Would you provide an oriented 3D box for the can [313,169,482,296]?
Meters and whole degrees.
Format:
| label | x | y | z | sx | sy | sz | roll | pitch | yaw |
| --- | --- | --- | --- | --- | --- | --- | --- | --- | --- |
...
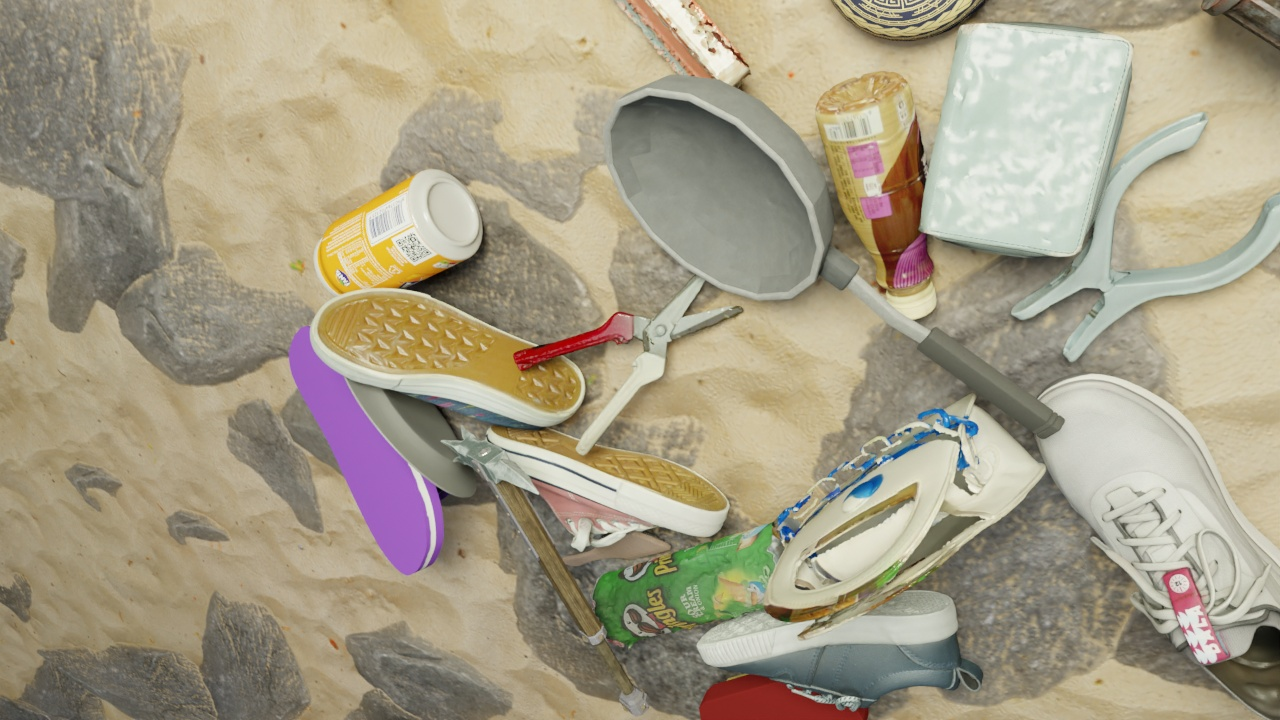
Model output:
| label | x | y | z | sx | sy | sz | roll | pitch | yaw |
| --- | --- | --- | --- | --- | --- | --- | --- | --- | --- |
| can | -0.208 | -0.102 | 0.783 | 0.143 | 0.078 | 0.079 | -18 | 109 | 34 |

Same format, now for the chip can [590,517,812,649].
| label | x | y | z | sx | sy | sz | roll | pitch | yaw |
| --- | --- | --- | --- | --- | --- | --- | --- | --- | --- |
| chip can | 0.056 | 0.204 | 0.835 | 0.224 | 0.075 | 0.075 | -27 | 104 | 36 |

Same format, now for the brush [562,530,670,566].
| label | x | y | z | sx | sy | sz | roll | pitch | yaw |
| --- | --- | --- | --- | --- | --- | --- | --- | --- | --- |
| brush | -0.031 | 0.183 | 0.898 | 0.050 | 0.015 | 0.136 | 28 | 144 | -32 |

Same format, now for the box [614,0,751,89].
| label | x | y | z | sx | sy | sz | roll | pitch | yaw |
| --- | --- | --- | --- | --- | --- | --- | --- | --- | --- |
| box | 0.001 | -0.248 | 0.605 | 0.043 | 0.083 | 0.187 | -41 | 94 | 8 |

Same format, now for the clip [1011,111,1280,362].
| label | x | y | z | sx | sy | sz | roll | pitch | yaw |
| --- | --- | --- | --- | --- | --- | --- | --- | --- | --- |
| clip | 0.333 | -0.052 | 0.568 | 0.141 | 0.029 | 0.172 | 33 | 128 | 7 |

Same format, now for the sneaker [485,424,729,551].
| label | x | y | z | sx | sy | sz | roll | pitch | yaw |
| --- | --- | --- | --- | --- | --- | --- | --- | --- | --- |
| sneaker | -0.040 | 0.125 | 0.821 | 0.241 | 0.118 | 0.088 | 15 | 104 | 25 |

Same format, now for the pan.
| label | x | y | z | sx | sy | sz | roll | pitch | yaw |
| --- | --- | --- | --- | --- | --- | --- | --- | --- | --- |
| pan | 0.127 | -0.066 | 0.612 | 0.357 | 0.041 | 0.179 | 37 | 157 | 8 |

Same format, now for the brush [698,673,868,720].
| label | x | y | z | sx | sy | sz | roll | pitch | yaw |
| --- | --- | --- | --- | --- | --- | --- | --- | --- | --- |
| brush | 0.138 | 0.333 | 0.889 | 0.174 | 0.041 | 0.082 | -32 | 101 | 37 |

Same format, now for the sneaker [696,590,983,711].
| label | x | y | z | sx | sy | sz | roll | pitch | yaw |
| --- | --- | --- | --- | --- | --- | --- | --- | --- | --- |
| sneaker | 0.165 | 0.255 | 0.789 | 0.236 | 0.089 | 0.087 | -13 | 91 | 27 |

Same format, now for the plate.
| label | x | y | z | sx | sy | sz | roll | pitch | yaw |
| --- | --- | --- | --- | --- | --- | --- | --- | --- | --- |
| plate | -0.205 | 0.050 | 0.832 | 0.012 | 0.178 | 0.178 | -39 | 98 | 3 |

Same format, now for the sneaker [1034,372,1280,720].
| label | x | y | z | sx | sy | sz | roll | pitch | yaw |
| --- | --- | --- | --- | --- | --- | --- | --- | --- | --- |
| sneaker | 0.351 | 0.126 | 0.602 | 0.263 | 0.128 | 0.097 | 49 | 125 | -2 |

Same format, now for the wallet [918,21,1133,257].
| label | x | y | z | sx | sy | sz | roll | pitch | yaw |
| --- | --- | --- | --- | --- | --- | --- | --- | --- | --- |
| wallet | 0.228 | -0.131 | 0.549 | 0.100 | 0.054 | 0.132 | 13 | 111 | 14 |

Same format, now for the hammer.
| label | x | y | z | sx | sy | sz | roll | pitch | yaw |
| --- | --- | --- | --- | --- | --- | --- | --- | --- | --- |
| hammer | -0.062 | 0.203 | 0.808 | 0.147 | 0.028 | 0.317 | 14 | 136 | 56 |

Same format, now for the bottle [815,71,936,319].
| label | x | y | z | sx | sy | sz | roll | pitch | yaw |
| --- | --- | --- | --- | --- | --- | --- | --- | --- | --- |
| bottle | 0.164 | -0.102 | 0.606 | 0.060 | 0.059 | 0.166 | -6 | 124 | 30 |

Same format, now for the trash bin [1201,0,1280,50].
| label | x | y | z | sx | sy | sz | roll | pitch | yaw |
| --- | --- | --- | --- | --- | --- | --- | --- | --- | --- |
| trash bin | 0.391 | -0.158 | 0.411 | 0.211 | 0.130 | 0.131 | 35 | 128 | 6 |

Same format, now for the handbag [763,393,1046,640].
| label | x | y | z | sx | sy | sz | roll | pitch | yaw |
| --- | --- | --- | --- | --- | --- | --- | --- | --- | --- |
| handbag | 0.168 | 0.113 | 0.643 | 0.093 | 0.199 | 0.201 | 50 | 127 | 9 |

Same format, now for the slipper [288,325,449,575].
| label | x | y | z | sx | sy | sz | roll | pitch | yaw |
| --- | --- | --- | --- | --- | --- | --- | --- | --- | --- |
| slipper | -0.247 | 0.074 | 0.915 | 0.266 | 0.083 | 0.108 | 55 | 130 | 15 |

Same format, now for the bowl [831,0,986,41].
| label | x | y | z | sx | sy | sz | roll | pitch | yaw |
| --- | --- | --- | --- | --- | --- | --- | --- | --- | --- |
| bowl | 0.153 | -0.238 | 0.526 | 0.112 | 0.061 | 0.113 | 13 | 123 | 20 |

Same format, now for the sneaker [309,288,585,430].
| label | x | y | z | sx | sy | sz | roll | pitch | yaw |
| --- | --- | --- | --- | --- | --- | --- | --- | --- | --- |
| sneaker | -0.168 | 0.006 | 0.802 | 0.235 | 0.087 | 0.079 | 18 | 151 | -17 |

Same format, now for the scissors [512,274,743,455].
| label | x | y | z | sx | sy | sz | roll | pitch | yaw |
| --- | --- | --- | --- | --- | --- | --- | --- | --- | --- |
| scissors | -0.016 | -0.001 | 0.751 | 0.193 | 0.015 | 0.179 | 10 | 107 | 10 |
